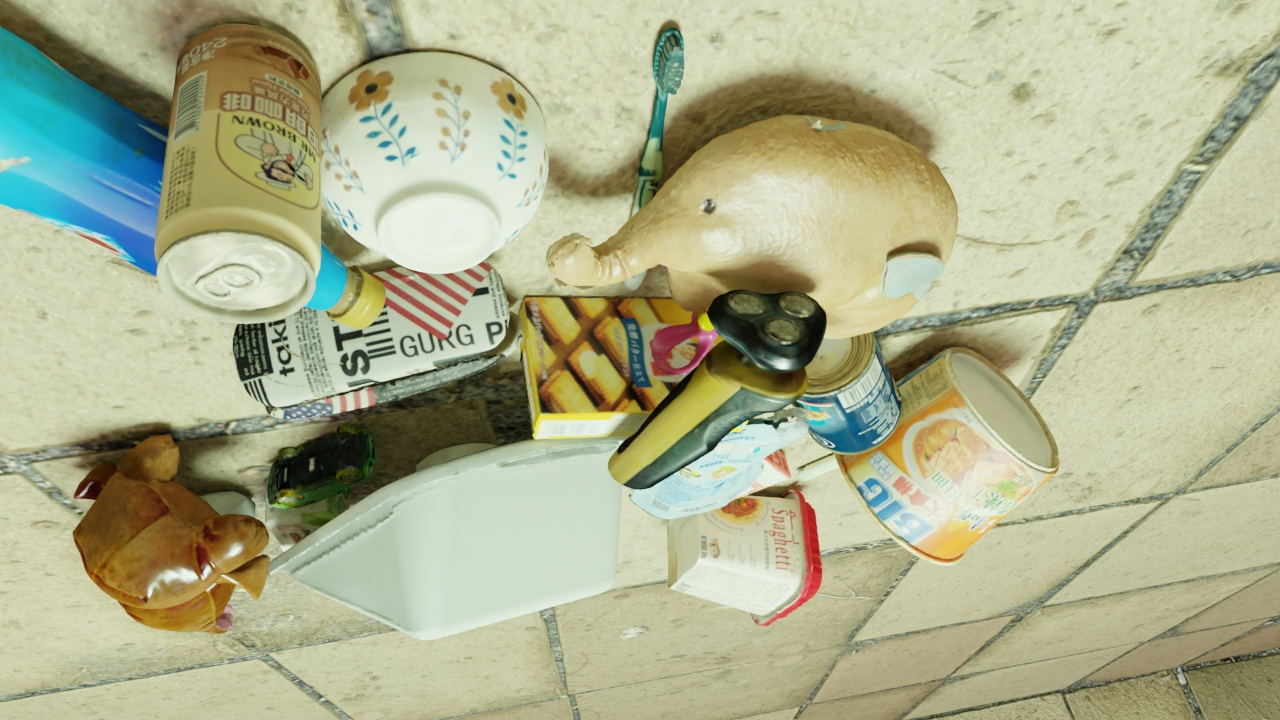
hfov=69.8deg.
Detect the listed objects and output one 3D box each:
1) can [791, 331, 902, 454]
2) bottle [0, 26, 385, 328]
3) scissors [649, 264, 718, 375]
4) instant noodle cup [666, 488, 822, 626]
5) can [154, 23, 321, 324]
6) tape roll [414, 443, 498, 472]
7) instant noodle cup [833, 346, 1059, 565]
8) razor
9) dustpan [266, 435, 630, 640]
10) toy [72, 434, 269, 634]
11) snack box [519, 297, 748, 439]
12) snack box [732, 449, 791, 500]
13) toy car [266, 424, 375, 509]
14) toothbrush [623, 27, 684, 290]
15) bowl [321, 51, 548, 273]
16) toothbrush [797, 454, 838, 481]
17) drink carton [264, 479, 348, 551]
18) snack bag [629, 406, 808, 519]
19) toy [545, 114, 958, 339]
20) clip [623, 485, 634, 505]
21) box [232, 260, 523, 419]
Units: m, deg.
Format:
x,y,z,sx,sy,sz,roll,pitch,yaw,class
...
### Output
x,y,z,sx,sy,sz,roll,pitch,yaw,class
0.140,0.013,0.656,0.075,0.075,0.111,-21,147,15,can
-0.209,-0.067,0.418,0.065,0.065,0.218,-28,145,24,bottle
0.059,-0.044,0.569,0.134,0.017,0.113,-25,113,-21,scissors
0.097,0.185,0.895,0.124,0.116,0.117,13,142,-17,instant noodle cup
-0.159,-0.077,0.370,0.058,0.116,0.059,-9,149,-6,can
-0.140,0.093,0.749,0.086,0.013,0.086,-9,149,-6,tape roll
0.243,0.068,0.722,0.151,0.151,0.112,15,131,-37,instant noodle cup
0.033,0.021,0.506,0.067,0.062,0.168,41,131,-5,razor
-0.121,0.101,0.670,0.222,0.142,0.258,-4,-171,-41,dustpan
-0.337,0.135,0.671,0.130,0.140,0.200,-42,172,-39,toy
-0.003,0.003,0.580,0.140,0.086,0.034,1,147,-19,snack box
0.065,0.082,0.789,0.075,0.025,0.153,-25,146,22,snack box
-0.231,0.080,0.670,0.091,0.043,0.036,-22,144,20,toy car
0.005,-0.094,0.492,0.016,0.018,0.192,-6,148,-11,toothbrush
-0.098,-0.082,0.437,0.113,0.062,0.114,-8,147,-5,bowl
0.229,0.074,0.837,0.190,0.029,0.020,-25,104,23,toothbrush
-0.265,0.138,0.749,0.053,0.045,0.123,-5,148,-9,drink carton
0.054,0.077,0.684,0.110,0.038,0.191,-2,157,-8,snack bag
0.064,-0.071,0.490,0.225,0.082,0.144,6,131,-23,toy
-0.030,0.088,0.763,0.072,0.034,0.100,-19,140,12,clip
-0.151,-0.007,0.551,0.163,0.076,0.088,-16,171,0,box
